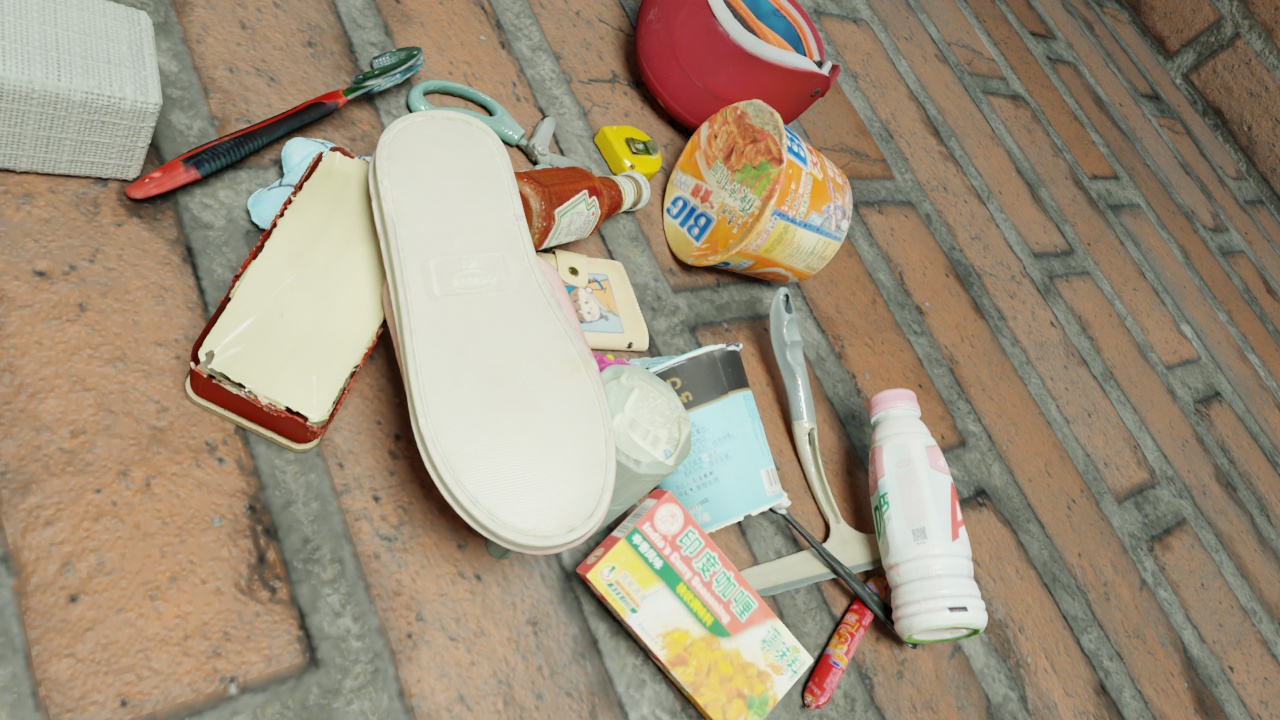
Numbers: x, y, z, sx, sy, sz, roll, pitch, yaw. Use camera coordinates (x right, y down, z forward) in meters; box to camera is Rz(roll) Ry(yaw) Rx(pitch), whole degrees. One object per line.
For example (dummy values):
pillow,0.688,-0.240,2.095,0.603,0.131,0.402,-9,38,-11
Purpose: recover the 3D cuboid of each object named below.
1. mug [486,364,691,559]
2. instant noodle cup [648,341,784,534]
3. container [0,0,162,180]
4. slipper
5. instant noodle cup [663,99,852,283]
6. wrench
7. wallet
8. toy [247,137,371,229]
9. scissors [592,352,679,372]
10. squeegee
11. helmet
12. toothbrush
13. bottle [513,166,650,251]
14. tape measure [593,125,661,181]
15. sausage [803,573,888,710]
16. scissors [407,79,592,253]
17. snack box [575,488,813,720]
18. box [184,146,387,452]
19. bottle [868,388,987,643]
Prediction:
mug,-0.036,0.070,0.592,0.083,0.104,0.123,47,44,0
instant noodle cup,0.045,0.062,0.666,0.111,0.111,0.120,-14,78,-42
container,-0.351,-0.164,0.536,0.114,0.090,0.090,2,60,-39
slipper,-0.090,-0.020,0.527,0.114,0.055,0.274,-15,74,-21
instant noodle cup,0.110,-0.141,0.825,0.111,0.152,0.151,17,51,-37
wrench,-0.245,-0.176,0.655,0.272,0.056,0.016,-50,137,-43
wallet,-0.052,-0.048,0.722,0.115,0.024,0.087,1,65,-35
toy,-0.180,-0.111,0.653,0.156,0.050,0.161,29,57,-19
scissors,-0.003,0.005,0.714,0.135,0.017,0.063,-2,24,-45
squeegee,0.142,0.058,0.770,0.246,0.039,0.246,-5,73,-31
helmet,0.084,-0.311,0.925,0.207,0.144,0.239,39,31,-8
toothbrush,0.155,0.159,0.703,0.181,0.018,0.015,46,48,-8
bottle,-0.050,-0.126,0.727,0.060,0.060,0.205,51,30,5
tape measure,-0.007,-0.193,0.851,0.057,0.029,0.060,-16,71,-43
sausage,0.158,0.210,0.698,0.020,0.020,0.155,48,44,1
scissors,-0.116,-0.162,0.758,0.173,0.019,0.169,20,49,-26
snack box,0.037,0.166,0.595,0.077,0.027,0.156,-43,100,-19
box,-0.189,-0.040,0.548,0.091,0.080,0.168,29,61,-16
bottle,0.217,0.117,0.722,0.068,0.068,0.196,13,58,-29
